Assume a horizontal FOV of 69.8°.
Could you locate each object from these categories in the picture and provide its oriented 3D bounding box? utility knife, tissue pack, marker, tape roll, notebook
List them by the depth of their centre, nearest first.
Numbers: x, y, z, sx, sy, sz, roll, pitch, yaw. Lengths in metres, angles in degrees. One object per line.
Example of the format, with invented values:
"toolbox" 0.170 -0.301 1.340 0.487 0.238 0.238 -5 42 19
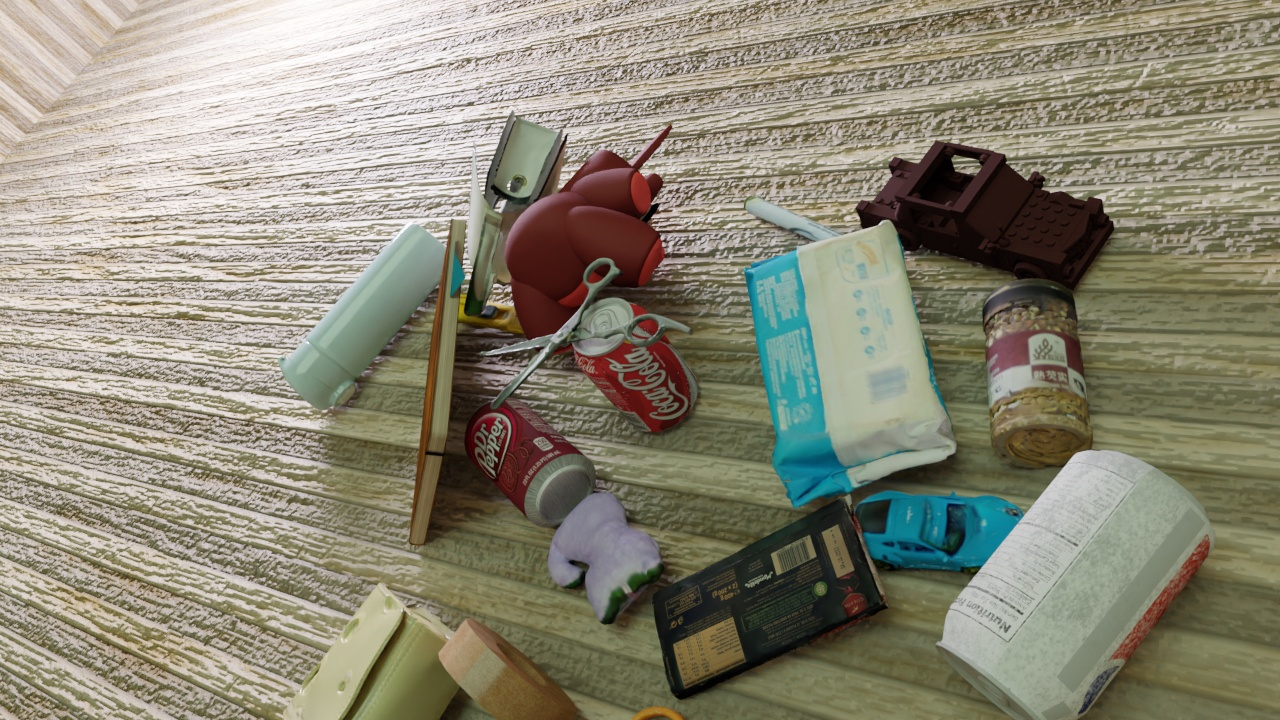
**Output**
"tape roll" -0.085 0.208 0.594 0.094 0.094 0.027 29 75 43
"tissue pack" 0.140 -0.001 0.631 0.117 0.066 0.208 -18 50 19
"marker" 0.137 -0.107 0.750 0.017 0.017 0.146 -47 45 -7
"notebook" -0.170 0.003 0.778 0.014 0.179 0.248 8 49 -15
"utility knife" -0.133 -0.043 0.879 0.176 0.017 0.030 12 73 35

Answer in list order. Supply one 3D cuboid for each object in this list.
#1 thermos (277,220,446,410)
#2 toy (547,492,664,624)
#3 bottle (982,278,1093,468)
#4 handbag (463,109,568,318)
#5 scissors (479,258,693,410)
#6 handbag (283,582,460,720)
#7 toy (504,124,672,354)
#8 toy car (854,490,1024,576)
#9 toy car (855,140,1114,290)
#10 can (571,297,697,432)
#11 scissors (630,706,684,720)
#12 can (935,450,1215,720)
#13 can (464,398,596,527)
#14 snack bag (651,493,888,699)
"thermos" -0.278 -0.044 0.936 0.078 0.065 0.206 36 77 8
"toy" -0.027 0.142 0.650 0.080 0.036 0.099 -48 39 6
"bottle" 0.242 0.007 0.564 0.056 0.056 0.105 -9 52 27
"handbag" -0.134 -0.121 0.840 0.074 0.151 0.175 20 67 -3
"scissors" -0.041 -0.017 0.645 0.172 0.014 0.141 9 59 36
"handbag" -0.188 0.231 0.653 0.111 0.081 0.119 13 66 53
"toy" -0.037 -0.110 0.791 0.159 0.120 0.196 -43 14 35
"toy car" 0.178 0.101 0.550 0.105 0.032 0.048 0 56 31
"toy car" 0.237 -0.109 0.654 0.170 0.062 0.070 27 74 43
"can" -0.004 0.004 0.691 0.064 0.105 0.064 -17 49 21
"scissors" 0.027 0.262 0.536 0.131 0.012 0.073 29 77 45
"can" 0.223 0.118 0.475 0.136 0.078 0.078 -47 45 -8
"can" -0.088 0.078 0.718 0.063 0.063 0.114 -48 45 -8
"snack bag" 0.075 0.150 0.573 0.155 0.018 0.074 -32 45 22
